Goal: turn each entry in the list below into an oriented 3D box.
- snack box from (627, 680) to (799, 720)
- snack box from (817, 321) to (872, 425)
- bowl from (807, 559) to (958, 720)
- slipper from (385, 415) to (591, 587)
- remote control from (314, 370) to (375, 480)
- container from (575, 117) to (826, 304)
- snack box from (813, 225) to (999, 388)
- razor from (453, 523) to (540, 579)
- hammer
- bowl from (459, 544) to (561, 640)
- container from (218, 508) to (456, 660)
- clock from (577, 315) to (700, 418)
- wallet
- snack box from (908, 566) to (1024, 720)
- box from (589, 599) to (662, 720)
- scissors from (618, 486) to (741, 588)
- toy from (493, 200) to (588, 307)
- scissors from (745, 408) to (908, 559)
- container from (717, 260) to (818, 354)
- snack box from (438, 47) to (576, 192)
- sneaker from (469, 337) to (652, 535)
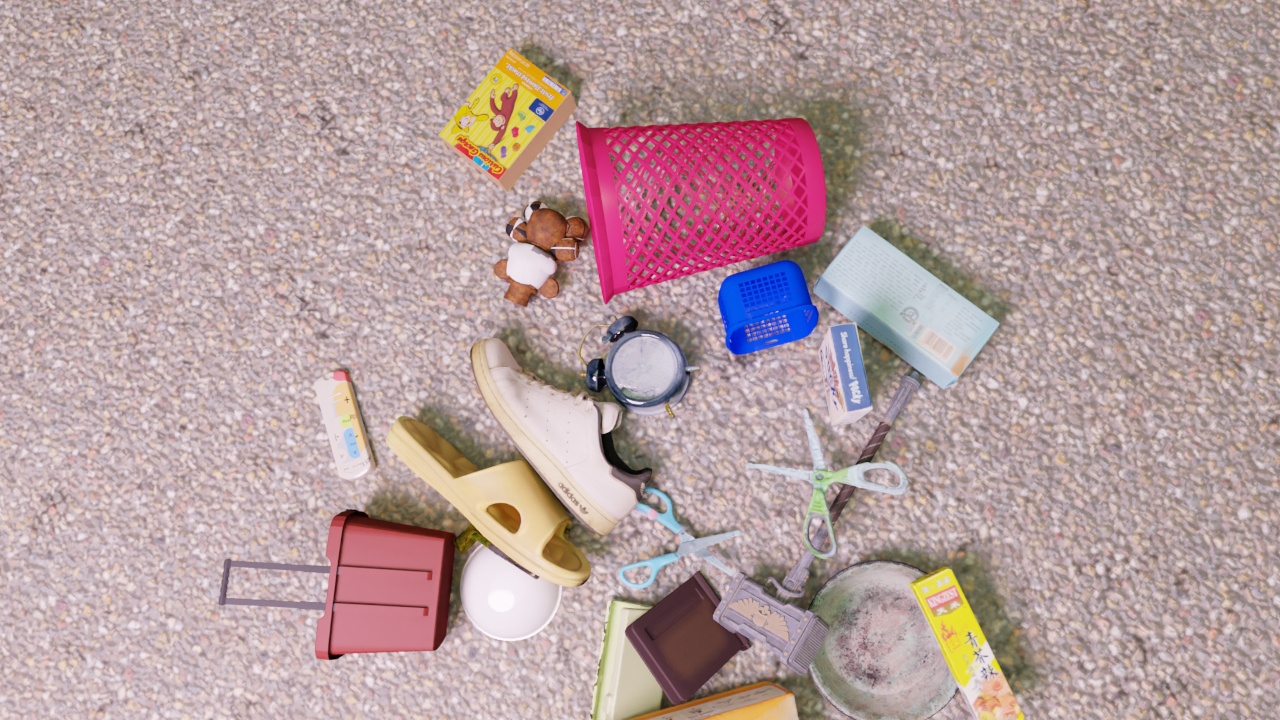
[{"bbox_3d":[0.061,0.399,0.847,0.195,0.081,0.145,-9,85,-18],"label":"snack box"},{"bbox_3d":[0.197,0.017,0.891,0.026,0.150,0.082,-9,80,6],"label":"snack box"},{"bbox_3d":[0.239,0.276,0.904,0.157,0.038,0.157,-1,82,6],"label":"bowl"},{"bbox_3d":[-0.144,0.128,0.939,0.263,0.099,0.078,35,91,14],"label":"slipper"},{"bbox_3d":[-0.326,0.070,1.009,0.038,0.018,0.125,-21,78,3],"label":"remote control"},{"bbox_3d":[0.060,-0.165,0.931,0.225,0.183,0.183,-9,81,-3],"label":"container"},{"bbox_3d":[0.270,-0.055,0.939,0.174,0.053,0.075,38,79,9],"label":"snack box"},{"bbox_3d":[-0.140,0.195,0.931,0.106,0.026,0.042,22,50,35],"label":"razor"},{"bbox_3d":[0.198,0.143,0.913,0.098,0.044,0.321,21,72,44],"label":"hammer"},{"bbox_3d":[-0.140,0.237,0.951,0.110,0.040,0.110,-1,82,6],"label":"bowl"},{"bbox_3d":[-0.298,0.225,0.928,0.201,0.127,0.148,5,82,-3],"label":"container"},{"bbox_3d":[-0.006,0.006,0.967,0.129,0.052,0.090,27,85,14],"label":"clock"},{"bbox_3d":[0.050,0.271,0.903,0.115,0.018,0.091,-26,75,-43],"label":"wallet"},{"bbox_3d":[0.305,0.270,0.862,0.040,0.029,0.148,-25,80,2],"label":"snack box"},{"bbox_3d":[-0.011,0.340,0.918,0.077,0.089,0.187,10,80,-12],"label":"box"},{"bbox_3d":[0.030,0.194,0.938,0.136,0.015,0.125,32,73,24],"label":"scissors"},{"bbox_3d":[-0.112,-0.114,0.993,0.087,0.067,0.112,23,94,9],"label":"toy"},{"bbox_3d":[0.185,0.116,0.909,0.169,0.023,0.171,-22,50,24],"label":"scissors"},{"bbox_3d":[0.126,-0.054,0.930,0.096,0.114,0.058,-15,74,4],"label":"container"},{"bbox_3d":[-0.147,-0.268,1.027,0.088,0.040,0.126,38,87,10],"label":"snack box"},{"bbox_3d":[-0.078,0.059,0.945,0.102,0.089,0.241,-39,83,6],"label":"sneaker"}]
